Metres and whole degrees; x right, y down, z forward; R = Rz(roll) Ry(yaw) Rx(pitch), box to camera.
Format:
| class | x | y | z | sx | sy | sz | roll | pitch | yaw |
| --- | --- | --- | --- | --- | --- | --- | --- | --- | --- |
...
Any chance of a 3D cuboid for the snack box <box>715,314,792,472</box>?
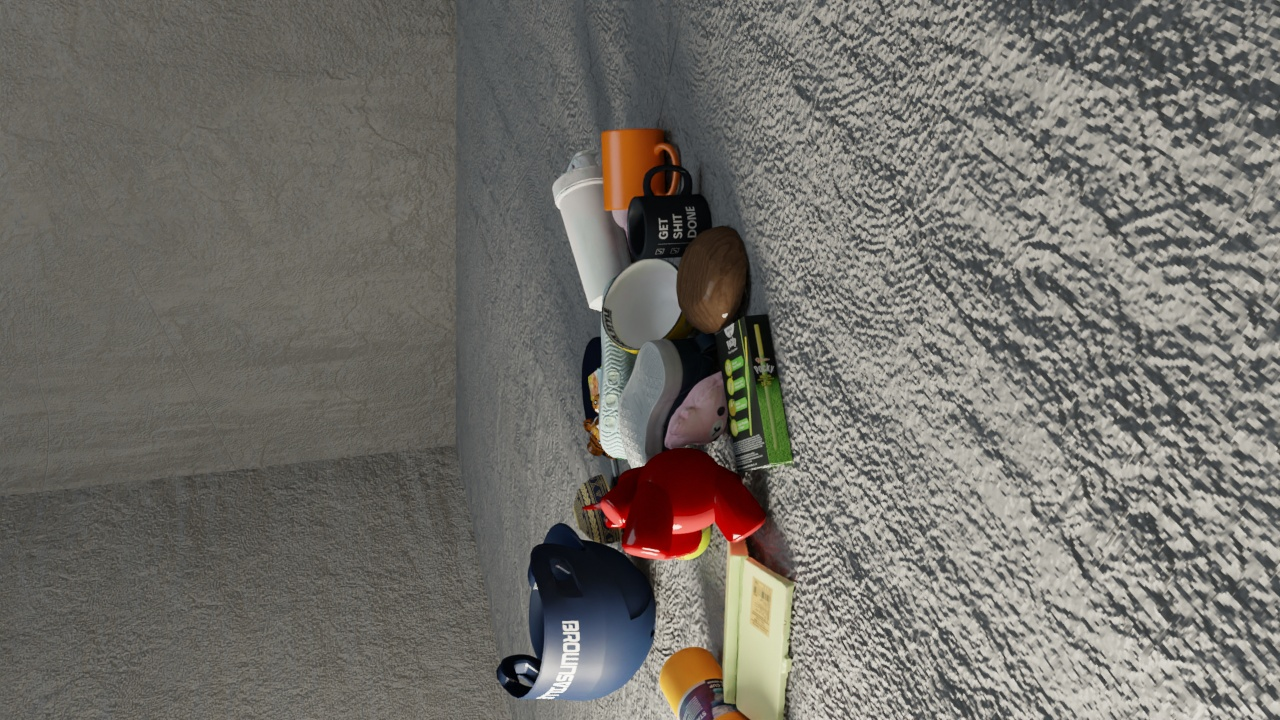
| class | x | y | z | sx | sy | sz | roll | pitch | yaw |
| --- | --- | --- | --- | --- | --- | --- | --- | --- | --- |
| snack box | 0.113 | 0.035 | 0.932 | 0.080 | 0.025 | 0.147 | 143 | 120 | -70 |

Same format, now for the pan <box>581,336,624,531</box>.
| class | x | y | z | sx | sy | sz | roll | pitch | yaw |
| --- | --- | --- | --- | --- | --- | --- | --- | --- | --- |
| pan | -0.053 | 0.135 | 1.495 | 0.199 | 0.021 | 0.356 | 130 | 132 | -66 |

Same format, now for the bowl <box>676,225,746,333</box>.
| class | x | y | z | sx | sy | sz | roll | pitch | yaw |
| --- | --- | --- | --- | --- | --- | --- | --- | --- | --- |
| bowl | 0.068 | -0.088 | 0.984 | 0.118 | 0.030 | 0.117 | -18 | 70 | 59 |

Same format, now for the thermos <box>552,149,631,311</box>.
| class | x | y | z | sx | sy | sz | roll | pitch | yaw |
| --- | --- | --- | --- | --- | --- | --- | --- | --- | --- |
| thermos | -0.066 | -0.184 | 1.325 | 0.099 | 0.099 | 0.220 | 129 | 130 | -66 |

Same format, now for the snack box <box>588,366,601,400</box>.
| class | x | y | z | sx | sy | sz | roll | pitch | yaw |
| --- | --- | --- | --- | --- | --- | --- | --- | --- | --- |
| snack box | -0.038 | 0.023 | 1.367 | 0.148 | 0.028 | 0.040 | 143 | 120 | -61 |

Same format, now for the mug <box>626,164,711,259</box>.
| class | x | y | z | sx | sy | sz | roll | pitch | yaw |
| --- | --- | --- | --- | --- | --- | --- | --- | --- | --- |
| mug | 0.031 | -0.169 | 1.043 | 0.071 | 0.077 | 0.105 | -144 | 51 | -67 |

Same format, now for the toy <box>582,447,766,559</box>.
| class | x | y | z | sx | sy | sz | roll | pitch | yaw |
| --- | --- | --- | --- | --- | --- | --- | --- | --- | --- |
| toy | 0.032 | 0.158 | 1.009 | 0.197 | 0.158 | 0.120 | 155 | 103 | -73 |

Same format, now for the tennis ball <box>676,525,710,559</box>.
| class | x | y | z | sx | sy | sz | roll | pitch | yaw |
| --- | --- | --- | --- | --- | --- | --- | --- | --- | --- |
| tennis ball | 0.052 | 0.207 | 1.107 | 0.065 | 0.065 | 0.065 | 174 | 91 | -73 |

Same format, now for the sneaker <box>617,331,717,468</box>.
| class | x | y | z | sx | sy | sz | roll | pitch | yaw |
| --- | --- | --- | --- | --- | --- | --- | --- | --- | --- |
| sneaker | 0.034 | 0.053 | 1.087 | 0.236 | 0.087 | 0.089 | 107 | 144 | -48 |

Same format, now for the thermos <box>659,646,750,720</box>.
| class | x | y | z | sx | sy | sz | roll | pitch | yaw |
| --- | --- | --- | --- | --- | --- | --- | --- | --- | --- |
| thermos | 0.087 | 0.415 | 1.018 | 0.076 | 0.091 | 0.232 | -69 | 24 | 11 |

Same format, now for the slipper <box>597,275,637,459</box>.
| class | x | y | z | sx | sy | sz | roll | pitch | yaw |
| --- | --- | --- | --- | --- | --- | --- | --- | --- | --- |
| slipper | -0.007 | 0.007 | 1.187 | 0.074 | 0.104 | 0.245 | -123 | 30 | -78 |

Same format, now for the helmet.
| class | x | y | z | sx | sy | sz | roll | pitch | yaw |
| --- | --- | --- | --- | --- | --- | --- | --- | --- | --- |
| helmet | -0.093 | 0.366 | 1.350 | 0.272 | 0.222 | 0.233 | 43 | 122 | 51 |

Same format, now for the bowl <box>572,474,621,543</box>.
| class | x | y | z | sx | sy | sz | roll | pitch | yaw |
| --- | --- | --- | --- | --- | --- | --- | --- | --- | --- |
| bowl | -0.076 | 0.247 | 1.489 | 0.112 | 0.061 | 0.112 | 164 | 91 | -81 |

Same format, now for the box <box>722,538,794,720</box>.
| class | x | y | z | sx | sy | sz | roll | pitch | yaw |
| --- | --- | --- | --- | --- | --- | --- | --- | --- | --- |
| box | 0.115 | 0.290 | 0.981 | 0.141 | 0.047 | 0.188 | -140 | 47 | -62 |

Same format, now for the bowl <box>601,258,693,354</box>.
| class | x | y | z | sx | sy | sz | roll | pitch | yaw |
| --- | --- | --- | --- | --- | --- | --- | --- | --- | --- |
| bowl | 0.020 | -0.058 | 1.098 | 0.117 | 0.067 | 0.117 | -12 | 67 | 30 |

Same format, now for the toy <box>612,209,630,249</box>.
| class | x | y | z | sx | sy | sz | roll | pitch | yaw |
| --- | --- | --- | --- | --- | --- | --- | --- | --- | --- |
| toy | -0.012 | -0.194 | 1.228 | 0.064 | 0.047 | 0.110 | 124 | 135 | -76 |

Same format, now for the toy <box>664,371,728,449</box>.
| class | x | y | z | sx | sy | sz | roll | pitch | yaw |
| --- | --- | --- | --- | --- | --- | --- | --- | --- | --- |
| toy | 0.063 | 0.063 | 0.998 | 0.053 | 0.095 | 0.099 | 37 | 138 | 26 |

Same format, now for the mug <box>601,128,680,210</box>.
| class | x | y | z | sx | sy | sz | roll | pitch | yaw |
| --- | --- | --- | --- | --- | --- | --- | --- | --- | --- |
| mug | 0.004 | -0.236 | 1.135 | 0.113 | 0.077 | 0.096 | 7 | 104 | 43 |

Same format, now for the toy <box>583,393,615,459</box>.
| class | x | y | z | sx | sy | sz | roll | pitch | yaw |
| --- | --- | --- | --- | --- | --- | --- | --- | --- | --- |
| toy | -0.049 | 0.103 | 1.391 | 0.087 | 0.067 | 0.113 | 49 | 128 | 17 |
